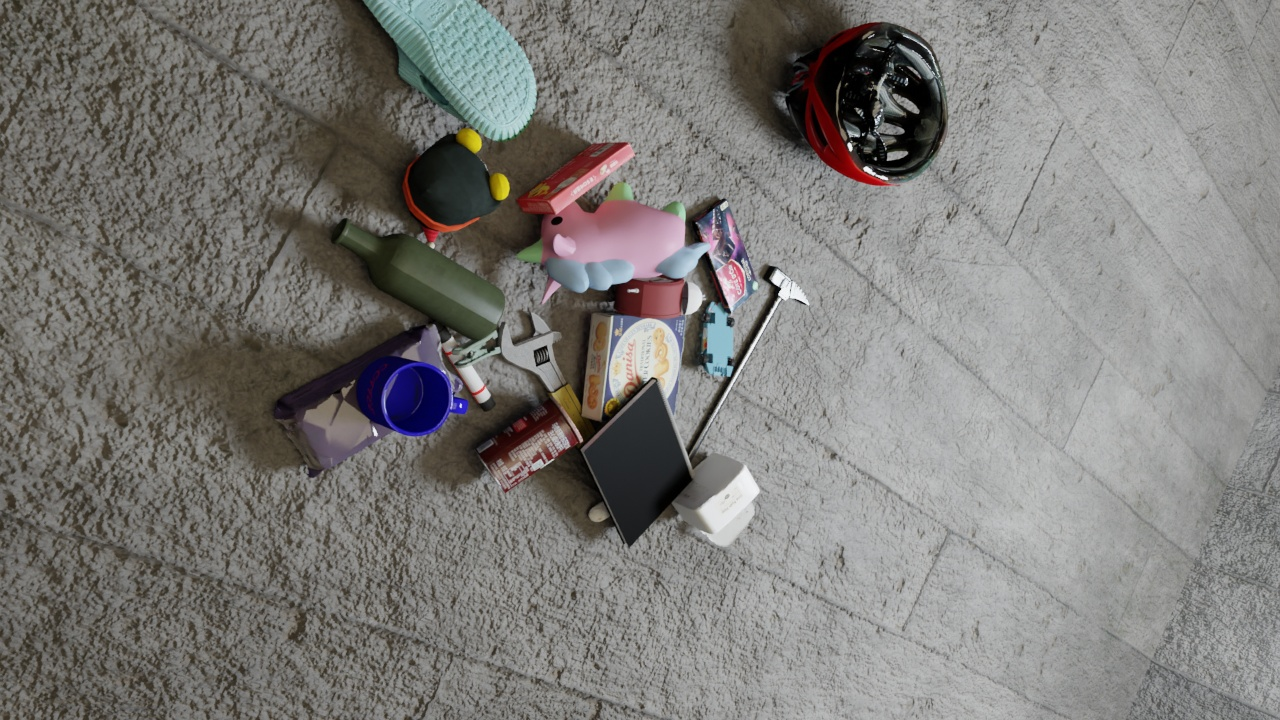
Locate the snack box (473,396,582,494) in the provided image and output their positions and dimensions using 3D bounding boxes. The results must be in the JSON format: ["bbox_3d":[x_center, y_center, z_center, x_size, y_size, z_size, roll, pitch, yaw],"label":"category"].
[{"bbox_3d":[-0.142,0.108,1.164,0.121,0.072,0.072,-35,118,-11],"label":"snack box"}]

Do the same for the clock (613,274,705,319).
[{"bbox_3d":[0.021,-0.090,1.223,0.137,0.096,0.048,-6,111,-33],"label":"clock"}]

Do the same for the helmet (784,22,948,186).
[{"bbox_3d":[0.335,-0.366,1.329,0.271,0.167,0.217,15,92,-35],"label":"helmet"}]

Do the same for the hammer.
[{"bbox_3d":[0.152,0.018,1.389,0.095,0.015,0.324,35,81,-35],"label":"hammer"}]

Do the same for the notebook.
[{"bbox_3d":[0.001,0.142,1.258,0.148,0.016,0.207,-44,135,-25],"label":"notebook"}]

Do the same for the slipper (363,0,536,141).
[{"bbox_3d":[-0.224,-0.362,1.016,0.276,0.070,0.115,47,73,-17],"label":"slipper"}]

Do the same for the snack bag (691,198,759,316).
[{"bbox_3d":[0.123,-0.150,1.322,0.074,0.018,0.155,-41,120,-31],"label":"snack bag"}]

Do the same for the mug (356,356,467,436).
[{"bbox_3d":[-0.246,0.041,1.011,0.111,0.084,0.079,14,87,-34],"label":"mug"}]

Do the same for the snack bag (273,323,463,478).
[{"bbox_3d":[-0.307,0.044,1.056,0.205,0.058,0.096,-33,117,-23],"label":"snack bag"}]

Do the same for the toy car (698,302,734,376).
[{"bbox_3d":[0.108,-0.029,1.340,0.060,0.028,0.107,8,79,-36],"label":"toy car"}]

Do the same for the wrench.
[{"bbox_3d":[-0.106,0.053,1.219,0.083,0.018,0.273,-37,119,-22],"label":"wrench"}]

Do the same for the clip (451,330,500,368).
[{"bbox_3d":[-0.201,-0.013,1.119,0.076,0.023,0.047,-35,120,-55],"label":"clip"}]

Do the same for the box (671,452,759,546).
[{"bbox_3d":[0.123,0.223,1.360,0.109,0.103,0.130,-38,111,-19],"label":"box"}]

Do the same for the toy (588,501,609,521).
[{"bbox_3d":[-0.021,0.178,1.293,0.076,0.037,0.125,22,94,-41],"label":"toy"}]

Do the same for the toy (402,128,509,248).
[{"bbox_3d":[-0.221,-0.190,1.037,0.099,0.119,0.097,-36,96,-34],"label":"toy"}]

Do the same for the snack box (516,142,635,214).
[{"bbox_3d":[-0.080,-0.225,1.128,0.132,0.089,0.021,-41,119,-20],"label":"snack box"}]

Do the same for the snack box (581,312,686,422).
[{"bbox_3d":[-0.007,0.007,1.249,0.144,0.043,0.144,-3,103,-44],"label":"snack box"}]

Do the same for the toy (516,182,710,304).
[{"bbox_3d":[-0.028,-0.139,1.139,0.222,0.120,0.170,18,52,-1],"label":"toy"}]

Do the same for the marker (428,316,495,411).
[{"bbox_3d":[-0.222,0.002,1.128,0.019,0.019,0.146,-40,120,-21],"label":"marker"}]

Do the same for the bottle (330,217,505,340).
[{"bbox_3d":[-0.254,-0.097,1.051,0.206,0.071,0.071,31,83,-35],"label":"bottle"}]
